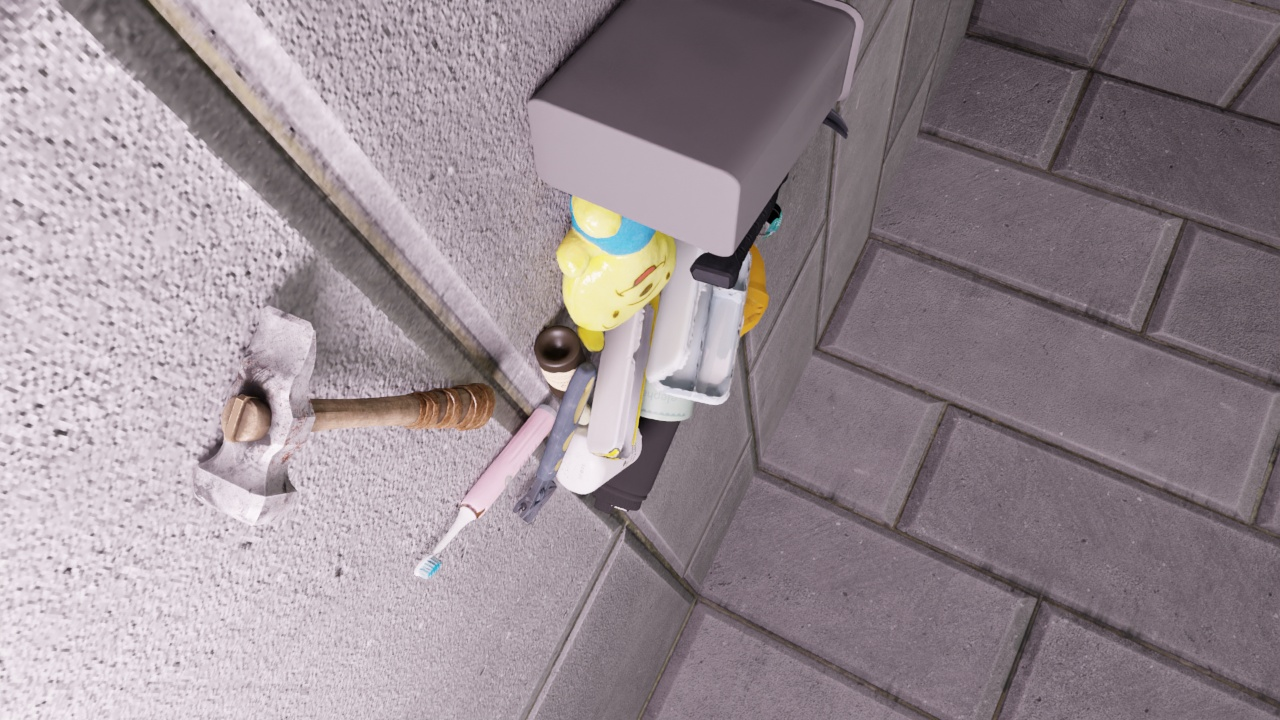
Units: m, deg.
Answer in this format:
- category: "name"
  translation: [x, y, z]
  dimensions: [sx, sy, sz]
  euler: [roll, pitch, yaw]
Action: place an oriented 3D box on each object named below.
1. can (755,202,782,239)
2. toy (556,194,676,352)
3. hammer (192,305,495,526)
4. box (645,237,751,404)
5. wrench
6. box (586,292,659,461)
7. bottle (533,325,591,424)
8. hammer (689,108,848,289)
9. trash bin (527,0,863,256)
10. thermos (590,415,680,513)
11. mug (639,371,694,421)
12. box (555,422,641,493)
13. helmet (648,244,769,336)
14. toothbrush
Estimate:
- category: "can"
  translation: [0.143, -0.204, 1.218]
  dimensions: [0.054, 0.101, 0.055]
  euler: [-13, 127, -18]
- category: "toy"
  translation: [-0.017, -0.115, 0.866]
  dimensions: [0.148, 0.084, 0.214]
  euler: [-34, 156, -22]
- category: "hammer"
  translation: [-0.179, 0.035, 0.651]
  dimensions: [0.318, 0.049, 0.121]
  euler: [6, 105, -75]
- category: "box"
  translation: [0.068, -0.070, 1.006]
  dimensions: [0.127, 0.106, 0.214]
  euler: [94, 6, -65]
- category: "wrench"
  translation: [-0.090, 0.097, 0.968]
  dimensions: [0.073, 0.022, 0.274]
  euler: [-44, 164, -45]
- category: "box"
  translation: [-0.019, 0.004, 1.006]
  dimensions: [0.117, 0.057, 0.209]
  euler: [68, 32, -79]
- category: "bottle"
  translation: [-0.073, 0.025, 0.964]
  dimensions: [0.045, 0.045, 0.185]
  euler: [-60, 163, -20]
- category: "hammer"
  translation: [0.140, -0.196, 1.012]
  dimensions: [0.025, 0.118, 0.331]
  euler: [89, 24, -49]
- category: "trash bin"
  translation: [0.046, -0.216, 0.749]
  dimensions: [0.219, 0.192, 0.098]
  euler: [-55, 161, -29]
- category: "thermos"
  translation: [-0.007, 0.114, 1.224]
  dimensions: [0.198, 0.086, 0.086]
  euler: [-67, 164, 3]
- category: "mug"
  translation: [0.015, 0.007, 1.099]
  dimensions: [0.084, 0.111, 0.104]
  euler: [-30, 130, -68]
- category: "box"
  translation: [-0.042, 0.092, 1.103]
  dimensions: [0.165, 0.092, 0.084]
  euler: [-25, 133, -54]
- category: "helmet"
  translation: [0.098, -0.089, 1.197]
  dimensions: [0.254, 0.131, 0.206]
  euler: [-28, 140, -63]
- category: "toothbrush"
  translation: [-0.148, 0.126, 0.898]
  dimensions: [0.221, 0.026, 0.027]
  euler: [-54, 148, -37]
